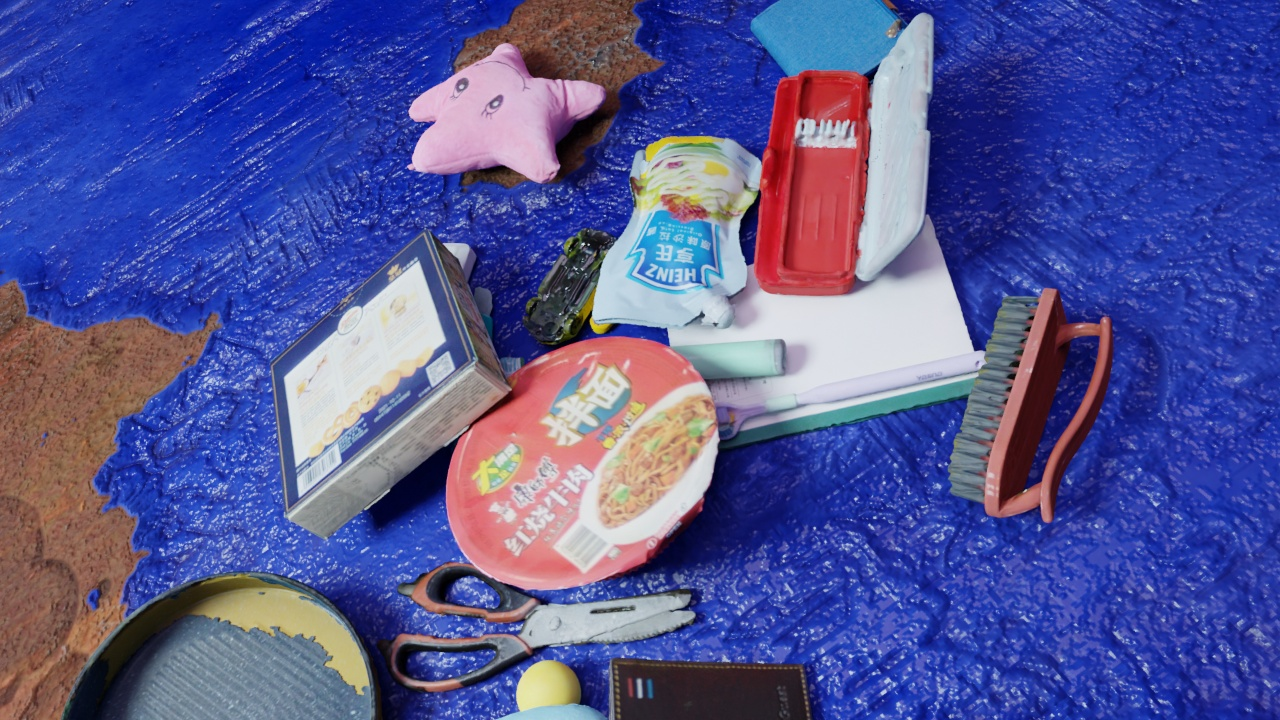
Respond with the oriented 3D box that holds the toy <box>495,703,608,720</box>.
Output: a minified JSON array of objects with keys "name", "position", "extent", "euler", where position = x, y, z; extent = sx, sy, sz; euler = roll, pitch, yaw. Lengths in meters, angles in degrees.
[{"name":"toy","position":[-0.039,0.248,0.523],"extent":[0.156,0.050,0.161],"euler":[27,59,17]}]

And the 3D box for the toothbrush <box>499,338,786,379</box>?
[{"name":"toothbrush","position":[-0.004,0.004,0.677],"extent":[0.225,0.026,0.027],"euler":[-4,89,18]}]

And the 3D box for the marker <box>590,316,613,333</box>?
[{"name":"marker","position":[0.001,-0.071,0.738],"extent":[0.018,0.015,0.123],"euler":[32,72,25]}]

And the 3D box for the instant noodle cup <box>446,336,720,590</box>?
[{"name":"instant noodle cup","position":[-0.032,0.078,0.620],"extent":[0.194,0.066,0.193],"euler":[-13,48,15]}]

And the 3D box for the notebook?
[{"name":"notebook","position":[0.124,-0.018,0.666],"extent":[0.209,0.012,0.150],"euler":[-14,58,12]}]

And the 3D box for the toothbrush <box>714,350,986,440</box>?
[{"name":"toothbrush","position":[0.141,0.020,0.622],"extent":[0.189,0.029,0.021],"euler":[-14,22,10]}]

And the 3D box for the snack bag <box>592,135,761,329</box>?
[{"name":"snack bag","position":[0.033,-0.100,0.716],"extent":[0.110,0.039,0.190],"euler":[11,55,4]}]

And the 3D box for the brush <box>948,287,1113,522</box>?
[{"name":"brush","position":[0.242,0.031,0.566],"extent":[0.069,0.063,0.145],"euler":[11,65,39]}]

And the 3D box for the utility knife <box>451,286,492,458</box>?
[{"name":"utility knife","position":[-0.134,0.014,0.734],"extent":[0.029,0.013,0.179],"euler":[-9,58,12]}]

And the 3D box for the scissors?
[{"name":"scissors","position":[-0.072,0.166,0.621],"extent":[0.207,0.015,0.192],"euler":[-41,56,-8]}]

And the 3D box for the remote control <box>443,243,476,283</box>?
[{"name":"remote control","position":[-0.179,-0.047,0.780],"extent":[0.049,0.024,0.124],"euler":[1,61,20]}]

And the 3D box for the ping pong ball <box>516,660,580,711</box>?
[{"name":"ping pong ball","position":[-0.057,0.209,0.575],"extent":[0.040,0.040,0.040],"euler":[-9,58,14]}]

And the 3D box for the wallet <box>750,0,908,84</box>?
[{"name":"wallet","position":[0.169,-0.279,0.793],"extent":[0.106,0.040,0.133],"euler":[-32,57,9]}]

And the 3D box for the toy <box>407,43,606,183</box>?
[{"name":"toy","position":[-0.131,-0.215,0.830],"extent":[0.178,0.075,0.194],"euler":[-41,55,-18]}]

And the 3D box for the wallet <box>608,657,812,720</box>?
[{"name":"wallet","position":[0.042,0.219,0.519],"extent":[0.122,0.020,0.096],"euler":[6,58,-12]}]

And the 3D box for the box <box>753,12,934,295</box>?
[{"name":"box","position":[0.157,-0.146,0.677],"extent":[0.155,0.073,0.200],"euler":[-15,55,42]}]

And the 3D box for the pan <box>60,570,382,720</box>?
[{"name":"pan","position":[-0.197,0.267,0.562],"extent":[0.357,0.078,0.197],"euler":[28,67,11]}]

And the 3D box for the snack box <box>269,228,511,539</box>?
[{"name":"snack box","position":[-0.198,0.012,0.697],"extent":[0.178,0.046,0.182],"euler":[-38,43,9]}]

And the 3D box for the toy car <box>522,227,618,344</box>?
[{"name":"toy car","position":[-0.052,-0.057,0.738],"extent":[0.048,0.032,0.105],"euler":[25,77,29]}]
